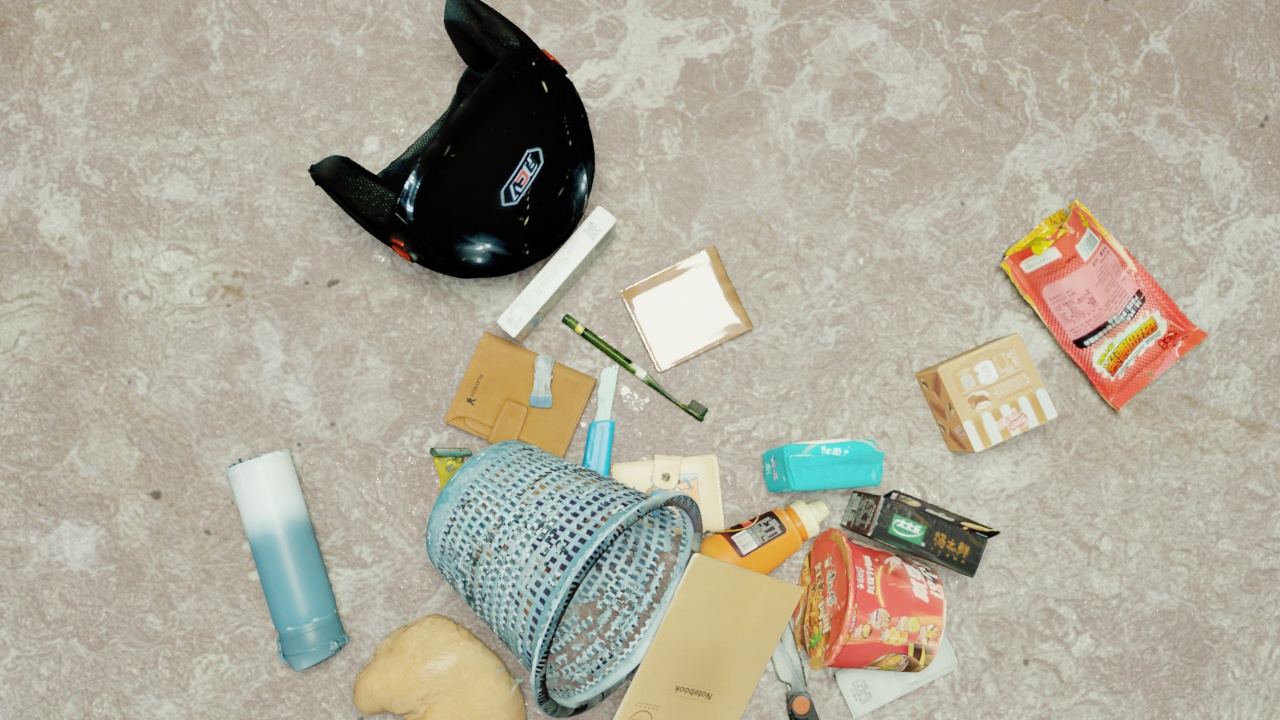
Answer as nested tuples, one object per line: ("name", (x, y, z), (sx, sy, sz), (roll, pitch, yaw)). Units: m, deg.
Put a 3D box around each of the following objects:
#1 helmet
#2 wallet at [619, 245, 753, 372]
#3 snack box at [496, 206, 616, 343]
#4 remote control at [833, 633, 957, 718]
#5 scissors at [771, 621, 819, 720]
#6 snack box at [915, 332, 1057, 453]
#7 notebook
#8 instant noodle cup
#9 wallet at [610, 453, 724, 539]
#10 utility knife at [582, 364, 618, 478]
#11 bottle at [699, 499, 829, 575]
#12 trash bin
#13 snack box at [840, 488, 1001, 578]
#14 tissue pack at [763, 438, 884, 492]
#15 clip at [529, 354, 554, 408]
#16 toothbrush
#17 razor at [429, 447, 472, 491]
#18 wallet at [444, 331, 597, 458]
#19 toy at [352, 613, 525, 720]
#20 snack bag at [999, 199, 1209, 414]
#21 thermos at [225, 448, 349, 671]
("helmet", (-0.152, -0.189, 0.867), (0.230, 0.275, 0.233), (37, 90, -25))
("wallet", (0.049, -0.055, 0.982), (0.115, 0.020, 0.101), (-25, 87, 0))
("snack box", (-0.084, -0.086, 0.947), (0.027, 0.085, 0.156), (42, 86, 1))
("remote control", (0.267, 0.323, 0.955), (0.125, 0.024, 0.049), (-25, 86, -2))
("scissors", (0.182, 0.368, 0.956), (0.161, 0.022, 0.233), (10, 81, -7))
("snack box", (0.355, 0.035, 0.951), (0.093, 0.077, 0.094), (-23, 86, -3))
("notebook", (0.066, 0.301, 0.912), (0.147, 0.008, 0.207), (24, 94, -29))
("instant noodle cup", (0.229, 0.244, 0.911), (0.108, 0.138, 0.138), (13, 85, -8))
("wallet", (0.028, 0.141, 0.966), (0.115, 0.024, 0.087), (-4, 91, -1))
("utility knife", (-0.045, 0.104, 0.967), (0.034, 0.018, 0.203), (9, 87, 1))
("bottle", (0.130, 0.186, 0.946), (0.149, 0.067, 0.066), (-28, 87, -10))
("trash bin", (-0.084, 0.180, 0.862), (0.195, 0.226, 0.226), (28, 85, 31))
("snack box", (0.275, 0.168, 0.915), (0.113, 0.126, 0.053), (22, 85, 0))
("tissue pack", (0.179, 0.105, 0.915), (0.093, 0.133, 0.050), (-3, 82, -5))
("clip", (-0.100, 0.021, 0.945), (0.024, 0.026, 0.056), (7, 90, 0))
("toothbrush", (-0.006, 0.006, 0.979), (0.186, 0.012, 0.017), (36, 80, 2))
("razor", (-0.201, 0.157, 0.956), (0.043, 0.028, 0.132), (3, 82, -32))
("wallet", (-0.126, 0.042, 0.966), (0.132, 0.031, 0.107), (24, 84, 2))
("toy", (-0.180, 0.362, 0.921), (0.143, 0.082, 0.226), (-37, 90, 1))
("snack bag", (0.486, -0.059, 0.971), (0.128, 0.073, 0.208), (-42, 93, 1))
("thermos", (-0.359, 0.202, 0.932), (0.070, 0.070, 0.220), (-18, 87, -3))
